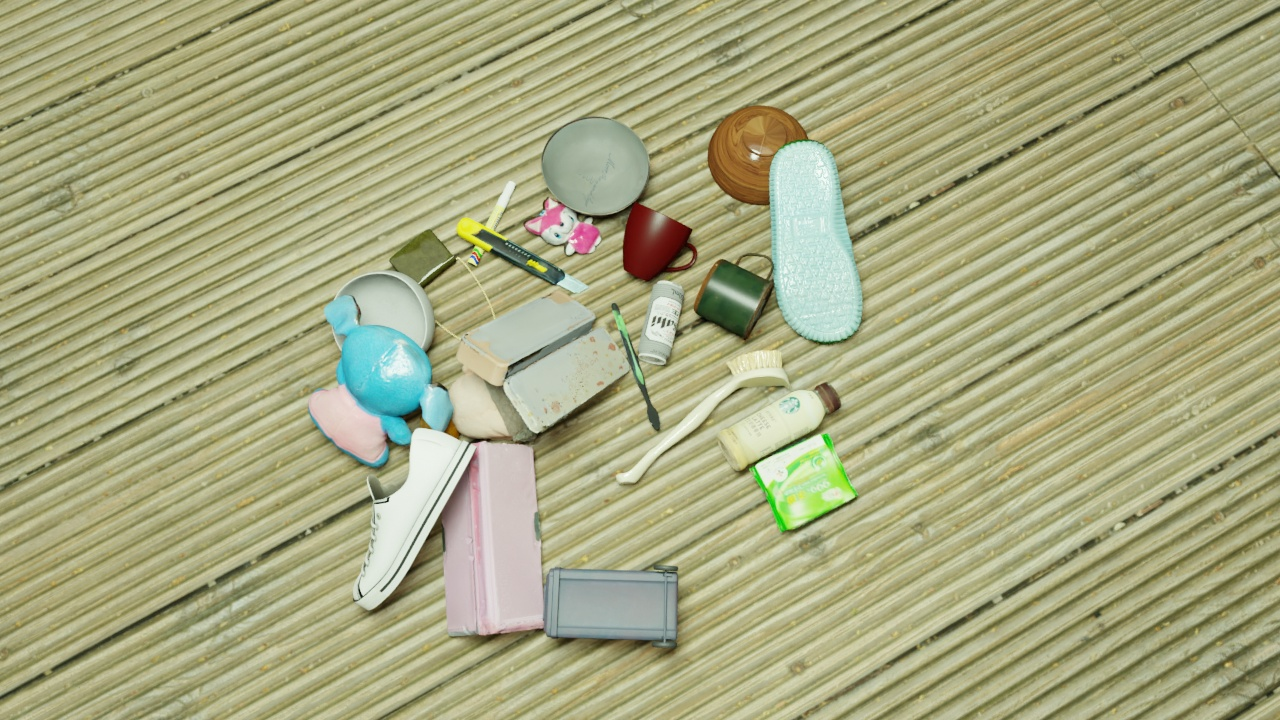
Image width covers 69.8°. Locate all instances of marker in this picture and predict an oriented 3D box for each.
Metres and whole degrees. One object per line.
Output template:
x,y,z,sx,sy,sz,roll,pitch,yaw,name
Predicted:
-0.207,-0.191,1.279,0.014,0.014,0.132,22,77,6,marker

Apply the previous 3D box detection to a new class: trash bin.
-0.036,0.296,1.114,0.161,0.092,0.093,1,76,2,trash bin

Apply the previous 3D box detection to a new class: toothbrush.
-0.007,0.007,1.230,0.014,0.017,0.188,-17,73,-8,toothbrush

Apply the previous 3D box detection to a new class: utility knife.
-0.161,-0.141,1.257,0.198,0.020,0.028,27,79,-2,utility knife

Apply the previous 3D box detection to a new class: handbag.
-0.259,-0.091,1.254,0.084,0.027,0.178,-40,84,-9,handbag

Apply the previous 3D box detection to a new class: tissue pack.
0.209,0.154,1.177,0.114,0.034,0.099,-25,78,-4,tissue pack

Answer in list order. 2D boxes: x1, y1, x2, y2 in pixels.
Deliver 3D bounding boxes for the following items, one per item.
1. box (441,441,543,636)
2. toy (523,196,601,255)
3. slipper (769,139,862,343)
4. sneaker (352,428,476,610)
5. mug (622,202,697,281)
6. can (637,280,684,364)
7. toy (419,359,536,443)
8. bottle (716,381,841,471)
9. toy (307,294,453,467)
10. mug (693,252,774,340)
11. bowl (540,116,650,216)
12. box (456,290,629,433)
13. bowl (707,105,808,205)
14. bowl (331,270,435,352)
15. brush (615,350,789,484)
-0.196,0.227,1.163,0.115,0.098,0.232,-18,73,39,box
-0.103,-0.186,1.262,0.102,0.050,0.065,30,73,3,toy
0.230,-0.158,1.237,0.116,0.069,0.276,-7,90,3,slipper
-0.298,0.185,1.106,0.097,0.091,0.246,30,105,-7,sneaker
0.024,-0.150,1.242,0.114,0.087,0.088,22,98,-25,mug
0.027,-0.051,1.225,0.044,0.044,0.106,13,76,4,can
-0.201,0.059,1.188,0.176,0.076,0.133,-17,105,9,toy
0.180,0.081,1.183,0.162,0.056,0.056,-28,77,-6,bottle
-0.344,0.032,1.151,0.224,0.098,0.192,45,115,5,toy
0.128,-0.095,1.211,0.081,0.085,0.111,28,93,9,mug
-0.062,-0.259,1.271,0.151,0.057,0.150,0,74,0,bowl
-0.114,-0.005,1.151,0.157,0.215,0.063,52,126,4,box
0.168,-0.297,1.272,0.147,0.069,0.147,0,76,1,bowl
-0.334,-0.053,1.213,0.132,0.064,0.132,1,97,7,bowl
0.078,0.074,1.193,0.272,0.062,0.077,-36,62,-4,brush
